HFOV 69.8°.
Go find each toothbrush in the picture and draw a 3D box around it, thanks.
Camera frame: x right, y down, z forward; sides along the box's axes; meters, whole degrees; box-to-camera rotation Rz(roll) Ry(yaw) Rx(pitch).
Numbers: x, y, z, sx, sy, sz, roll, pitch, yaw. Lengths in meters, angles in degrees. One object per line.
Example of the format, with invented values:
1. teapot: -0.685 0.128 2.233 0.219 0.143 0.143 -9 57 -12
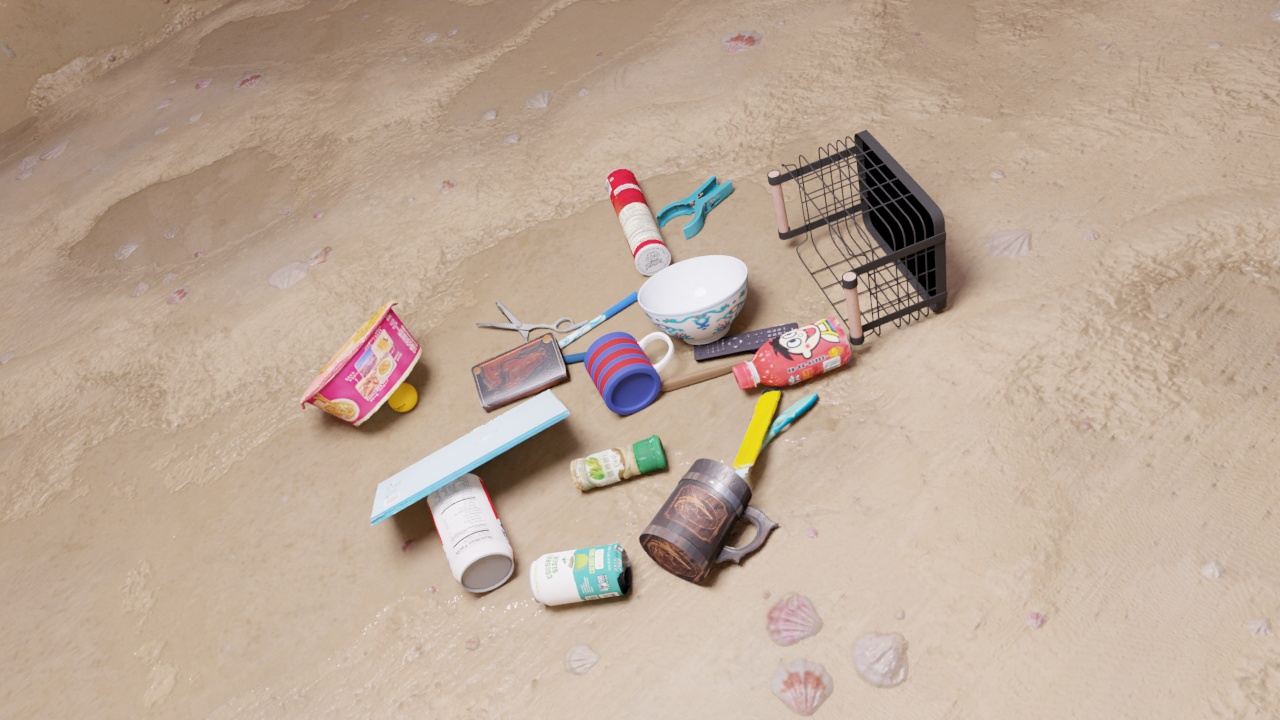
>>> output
1. toothbrush: 0.160 0.078 1.070 0.135 0.017 0.022 -41 22 -18
2. toothbrush: 0.105 0.012 1.153 0.167 0.016 0.016 -16 45 4
3. toothbrush: -0.136 0.006 1.247 0.168 0.014 0.014 -10 58 10

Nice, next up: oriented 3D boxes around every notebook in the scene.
1. notebook: -0.209 0.110 1.113 0.253 0.009 0.181 -29 12 -8

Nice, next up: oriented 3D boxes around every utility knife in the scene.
1. utility knife: 0.132 0.083 1.055 0.031 0.017 0.164 -23 20 36

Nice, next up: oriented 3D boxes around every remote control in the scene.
1. remote control: 0.136 -0.021 1.172 0.136 0.015 0.032 -11 46 13

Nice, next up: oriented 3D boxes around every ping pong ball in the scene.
1. ping pong ball: -0.326 0.050 1.255 0.040 0.040 0.040 -10 46 11

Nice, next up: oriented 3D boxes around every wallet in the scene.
1. wallet: -0.161 0.016 1.228 0.123 0.019 0.072 -23 60 3

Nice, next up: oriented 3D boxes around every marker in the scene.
1. marker: -0.061 -0.054 1.276 0.141 0.013 0.013 -34 47 -12

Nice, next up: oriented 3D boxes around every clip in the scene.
1. clip: 0.068 -0.236 1.390 0.121 0.031 0.129 6 52 30

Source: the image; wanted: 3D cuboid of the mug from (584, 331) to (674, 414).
1. mug: -0.007 0.007 1.155 0.112 0.075 0.076 -29 46 -3

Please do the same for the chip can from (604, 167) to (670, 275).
1. chip can: -0.007 -0.212 1.375 0.052 0.052 0.214 -20 45 1

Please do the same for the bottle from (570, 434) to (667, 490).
1. bottle: -0.026 0.121 1.081 0.111 0.043 0.043 -17 45 5

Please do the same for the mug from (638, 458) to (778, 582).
1. mug: 0.075 0.179 0.978 0.116 0.080 0.107 34 61 8

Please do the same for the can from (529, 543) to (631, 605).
1. can: -0.064 0.230 0.985 0.102 0.055 0.054 -11 46 10

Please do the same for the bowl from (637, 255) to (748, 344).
1. bowl: 0.076 -0.069 1.187 0.144 0.074 0.143 -14 30 8

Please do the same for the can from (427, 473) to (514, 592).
1. can: -0.195 0.195 1.054 0.070 0.070 0.132 -28 46 -7

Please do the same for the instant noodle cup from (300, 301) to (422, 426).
1. instant noodle cup: -0.368 0.012 1.239 0.179 0.077 0.178 -41 19 17

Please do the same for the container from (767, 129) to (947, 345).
1. container: 0.268 -0.153 1.143 0.130 0.163 0.241 -22 45 -1

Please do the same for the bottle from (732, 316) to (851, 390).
1. bottle: 0.180 -0.002 1.107 0.137 0.062 0.062 -21 45 -1

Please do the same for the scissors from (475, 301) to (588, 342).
1. scissors: -0.155 -0.051 1.307 0.162 0.014 0.141 -20 49 1
